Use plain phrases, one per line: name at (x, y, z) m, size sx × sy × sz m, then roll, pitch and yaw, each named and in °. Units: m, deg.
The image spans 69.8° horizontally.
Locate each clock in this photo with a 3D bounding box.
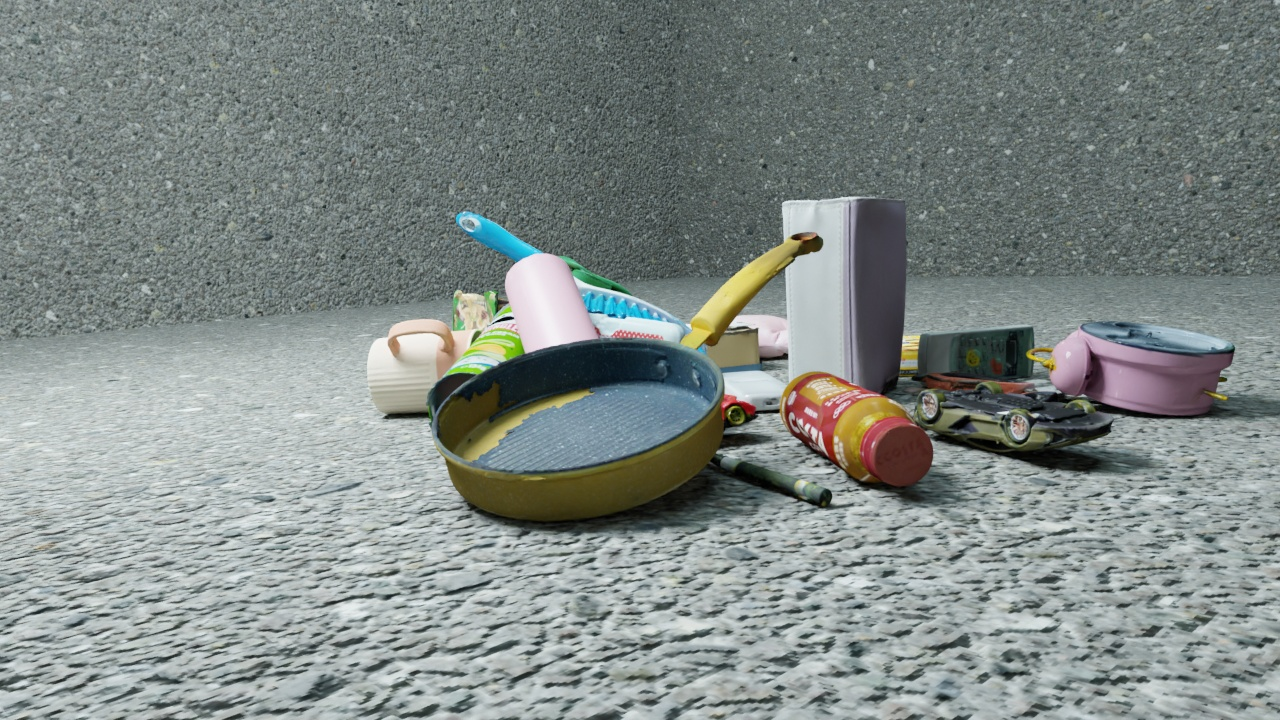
clock at (0.420, 0.003, 0.796) m, size 0.159 × 0.060 × 0.117 m, roll 13°, pitch 17°, yaw 31°

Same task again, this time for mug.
mug at (-0.214, 0.003, 0.920) m, size 0.106 × 0.115 × 0.081 m, roll -4°, pitch 52°, yaw 6°

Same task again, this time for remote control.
remote control at (0.113, 0.030, 0.913) m, size 0.056 × 0.020 × 0.136 m, roll -5°, pitch 8°, yaw -7°
remote control at (0.351, -0.005, 0.957) m, size 0.135 × 0.056 × 0.019 m, roll -5°, pitch 9°, yaw -18°

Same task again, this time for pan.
pan at (0.016, -0.006, 0.661) m, size 0.356 × 0.078 × 0.198 m, roll -27°, pitch 30°, yaw -34°

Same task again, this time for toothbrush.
toothbrush at (0.065, 0.075, 0.632) m, size 0.017 × 0.012 × 0.186 m, roll -14°, pitch 12°, yaw -28°

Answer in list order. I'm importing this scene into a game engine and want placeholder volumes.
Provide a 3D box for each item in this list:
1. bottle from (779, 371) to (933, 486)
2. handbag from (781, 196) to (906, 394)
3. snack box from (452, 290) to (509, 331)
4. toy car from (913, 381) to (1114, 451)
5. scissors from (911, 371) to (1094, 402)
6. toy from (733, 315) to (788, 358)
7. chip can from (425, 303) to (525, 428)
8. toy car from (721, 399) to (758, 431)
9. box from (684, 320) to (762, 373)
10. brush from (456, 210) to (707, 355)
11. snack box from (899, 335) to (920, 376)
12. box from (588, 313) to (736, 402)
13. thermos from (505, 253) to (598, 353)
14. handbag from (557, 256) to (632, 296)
bottle at (0.148, 0.047, 0.639) m, size 0.057 × 0.057 × 0.175 m, roll -4°, pitch 8°, yaw -7°
handbag at (0.206, -0.064, 0.914) m, size 0.099 × 0.197 × 0.144 m, roll 5°, pitch 10°, yaw 40°
snack box at (-0.152, -0.026, 1.084) m, size 0.105 × 0.117 × 0.118 m, roll -3°, pitch 8°, yaw -35°
toy car at (0.267, 0.044, 0.671) m, size 0.070 × 0.042 × 0.158 m, roll -6°, pitch 7°, yaw -22°
scissors at (0.358, 0.030, 0.832) m, size 0.223 × 0.015 × 0.188 m, roll 3°, pitch 11°, yaw 21°
toy at (0.170, -0.032, 1.224) m, size 0.160 × 0.054 × 0.121 m, roll 2°, pitch 16°, yaw 34°
chip can at (-0.129, 0.007, 0.846) m, size 0.072 × 0.072 × 0.235 m, roll -2°, pitch 18°, yaw 5°
toy car at (0.043, 0.046, 0.739) m, size 0.106 × 0.031 × 0.049 m, roll -4°, pitch -12°, yaw -19°
box at (0.063, -0.013, 1.115) m, size 0.184 × 0.062 × 0.090 m, roll -3°, pitch 8°, yaw -17°
brush at (-0.063, -0.066, 0.973) m, size 0.314 × 0.061 × 0.109 m, roll 26°, pitch 24°, yaw -8°
snack box at (0.290, -0.006, 1.079) m, size 0.087 × 0.034 × 0.140 m, roll -1°, pitch 6°, yaw 13°
box at (-0.006, 0.004, 0.854) m, size 0.095 × 0.102 × 0.202 m, roll -9°, pitch 11°, yaw -35°
thermos at (-0.060, -0.009, 0.804) m, size 0.087 × 0.067 × 0.198 m, roll 23°, pitch 27°, yaw -38°
handbag at (-0.074, -0.041, 1.045) m, size 0.120 × 0.131 × 0.068 m, roll 33°, pitch -17°, yaw -28°
